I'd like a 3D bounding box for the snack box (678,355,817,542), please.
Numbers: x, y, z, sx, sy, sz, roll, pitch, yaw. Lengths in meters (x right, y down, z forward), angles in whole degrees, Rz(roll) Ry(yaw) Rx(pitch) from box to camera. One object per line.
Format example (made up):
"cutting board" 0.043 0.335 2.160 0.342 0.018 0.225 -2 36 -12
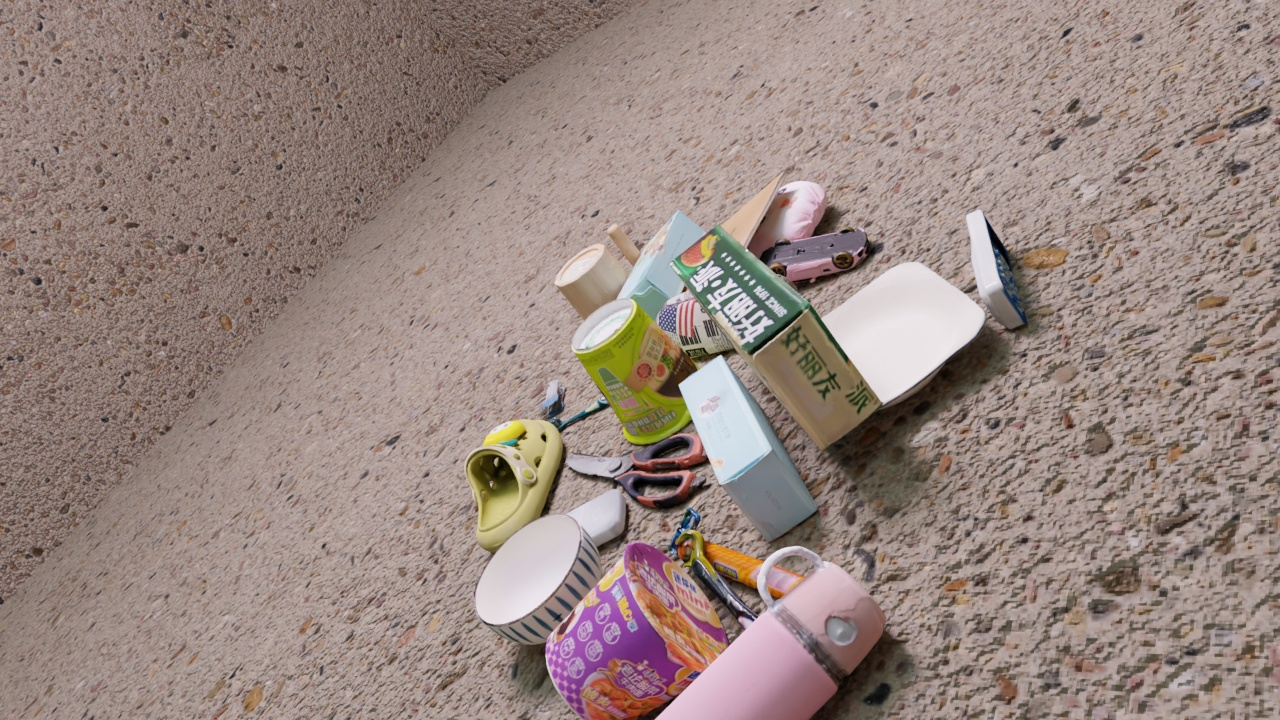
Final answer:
"snack box" 0.087 0.069 0.776 0.052 0.074 0.174 -36 26 8

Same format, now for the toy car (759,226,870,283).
"toy car" 0.184 -0.108 0.979 0.123 0.037 0.056 -9 40 26

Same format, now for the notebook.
"notebook" 0.086 -0.125 1.083 0.208 0.008 0.147 -36 20 56

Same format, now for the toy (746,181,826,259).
"toy" 0.151 -0.158 1.086 0.121 0.054 0.160 -54 22 -22

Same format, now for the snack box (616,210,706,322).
"snack box" 0.024 -0.108 1.121 0.074 0.051 0.174 -43 14 38

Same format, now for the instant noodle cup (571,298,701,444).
"instant noodle cup" -0.006 0.005 0.942 0.112 0.123 0.111 -30 27 17

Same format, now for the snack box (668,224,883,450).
"snack box" 0.106 -0.028 0.783 0.063 0.114 0.240 -39 25 5

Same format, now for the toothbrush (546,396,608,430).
"toothbrush" -0.039 0.042 1.048 0.192 0.018 0.016 -29 28 22

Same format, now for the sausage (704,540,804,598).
"sausage" 0.080 0.160 0.700 0.021 0.021 0.165 -50 28 -20

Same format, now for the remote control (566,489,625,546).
"remote control" -0.071 0.171 0.881 0.136 0.020 0.055 -31 26 18

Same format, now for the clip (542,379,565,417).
"clip" -0.106 0.045 1.133 0.026 0.038 0.058 -32 28 19

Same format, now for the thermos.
"thermos" 0.062 0.207 0.578 0.198 0.087 0.067 -44 -3 -6

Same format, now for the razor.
"razor" 0.057 0.167 0.690 0.142 0.022 0.043 45 117 51

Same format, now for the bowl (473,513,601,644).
"bowl" -0.080 0.198 0.797 0.117 0.066 0.116 -30 28 18

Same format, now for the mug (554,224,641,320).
"mug" -0.035 -0.098 1.169 0.084 0.103 0.124 -1 46 53

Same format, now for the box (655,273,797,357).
"box" 0.086 -0.043 0.982 0.163 0.076 0.087 -10 58 41

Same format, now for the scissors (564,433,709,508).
"scissors" -0.005 0.098 0.920 0.185 0.015 0.208 -37 26 8

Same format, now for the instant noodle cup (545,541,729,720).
"instant noodle cup" -0.007 0.203 0.658 0.099 0.111 0.111 -41 25 13

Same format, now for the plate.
"plate" 0.206 -0.007 0.788 0.164 0.034 0.164 -36 26 8

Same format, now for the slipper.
"slipper" -0.142 0.119 0.990 0.092 0.081 0.190 -26 29 20

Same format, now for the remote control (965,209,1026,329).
"remote control" 0.295 -0.077 0.767 0.024 0.049 0.124 -27 28 29
